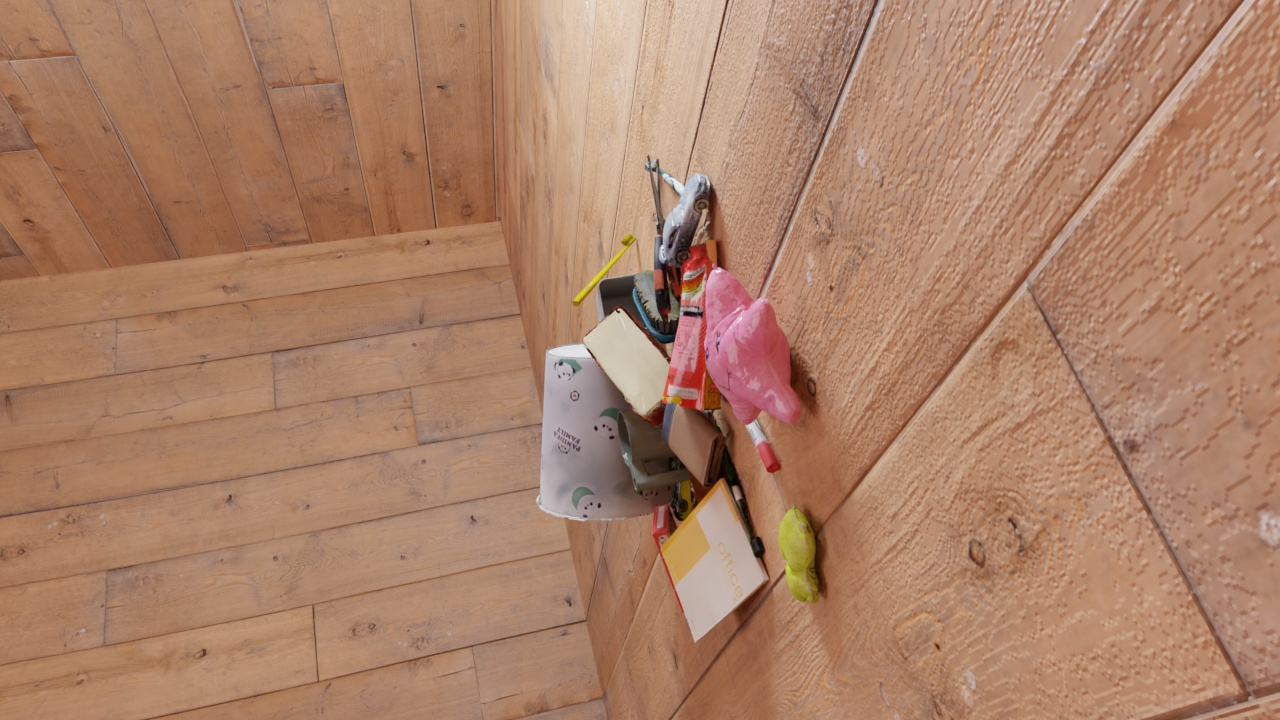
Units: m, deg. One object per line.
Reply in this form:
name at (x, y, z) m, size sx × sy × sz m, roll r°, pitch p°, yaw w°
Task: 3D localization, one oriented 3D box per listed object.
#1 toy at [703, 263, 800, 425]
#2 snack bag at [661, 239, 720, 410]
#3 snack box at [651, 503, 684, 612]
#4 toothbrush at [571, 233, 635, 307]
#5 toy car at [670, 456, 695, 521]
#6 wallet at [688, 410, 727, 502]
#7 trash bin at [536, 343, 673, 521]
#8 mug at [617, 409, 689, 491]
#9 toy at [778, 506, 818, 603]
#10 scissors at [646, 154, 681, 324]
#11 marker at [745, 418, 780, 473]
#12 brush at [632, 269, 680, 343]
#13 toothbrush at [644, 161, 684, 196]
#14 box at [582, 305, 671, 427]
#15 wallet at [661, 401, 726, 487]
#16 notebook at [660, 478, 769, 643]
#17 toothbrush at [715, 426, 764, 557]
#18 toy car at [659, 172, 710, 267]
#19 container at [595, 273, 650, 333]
toy at (0.105, -0.016, 0.966) m, size 0.195 × 0.074 × 0.178 m, roll 171°, pitch 82°, yaw -77°
snack bag at (0.068, -0.044, 1.154) m, size 0.129 × 0.073 × 0.208 m, roll -168°, pitch 81°, yaw -77°
snack box at (0.054, 0.303, 1.408) m, size 0.075 × 0.025 × 0.153 m, roll -81°, pitch -27°, yaw -67°
toothbrush at (-0.058, -0.147, 1.462) m, size 0.016 × 0.189 × 0.016 m, roll 38°, pitch 141°, yaw -2°
toy car at (0.066, 0.191, 1.395) m, size 0.048 × 0.032 × 0.105 m, roll 164°, pitch 106°, yaw -78°
wallet at (0.088, 0.136, 1.262) m, size 0.101 × 0.032 × 0.124 m, roll 128°, pitch 131°, yaw -70°
trash bin at (-0.057, 0.105, 1.488) m, size 0.229 × 0.229 × 0.252 m, roll -150°, pitch 58°, yaw -74°
mug at (0.029, 0.125, 1.348) m, size 0.084 × 0.103 × 0.123 m, roll 107°, pitch 151°, yaw -63°
toy at (0.165, 0.204, 0.960) m, size 0.097 × 0.031 × 0.100 m, roll 121°, pitch 138°, yaw -74°
scissors at (0.030, -0.156, 1.218) m, size 0.226 × 0.015 × 0.188 m, roll 69°, pitch -158°, yaw -45°
marker at (0.128, 0.072, 1.065) m, size 0.145 × 0.017 × 0.017 m, roll -111°, pitch 17°, yaw -45°
brush at (0.026, -0.071, 1.336) m, size 0.143 × 0.055 × 0.074 m, roll -115°, pitch 16°, yaw -49°
toothbrush at (0.036, -0.245, 1.252) m, size 0.191 × 0.018 × 0.016 m, roll -121°, pitch 24°, yaw -61°
box at (-0.007, 0.007, 1.307) m, size 0.168 × 0.091 × 0.078 m, roll 50°, pitch -174°, yaw 28°
wallet at (0.069, 0.101, 1.216) m, size 0.115 × 0.033 × 0.090 m, roll 49°, pitch 138°, yaw 49°
notebook at (0.092, 0.269, 1.218) m, size 0.207 × 0.010 × 0.145 m, roll -58°, pitch 46°, yaw 47°
toothbrush at (0.123, 0.162, 1.164) m, size 0.017 × 0.012 × 0.185 m, roll 108°, pitch 151°, yaw -52°
toy car at (0.054, -0.172, 1.126) m, size 0.054 × 0.036 × 0.121 m, roll -98°, pitch 26°, yaw -55°
container at (-0.024, -0.080, 1.484) m, size 0.114 × 0.090 × 0.090 m, roll 129°, pitch 131°, yaw -78°
